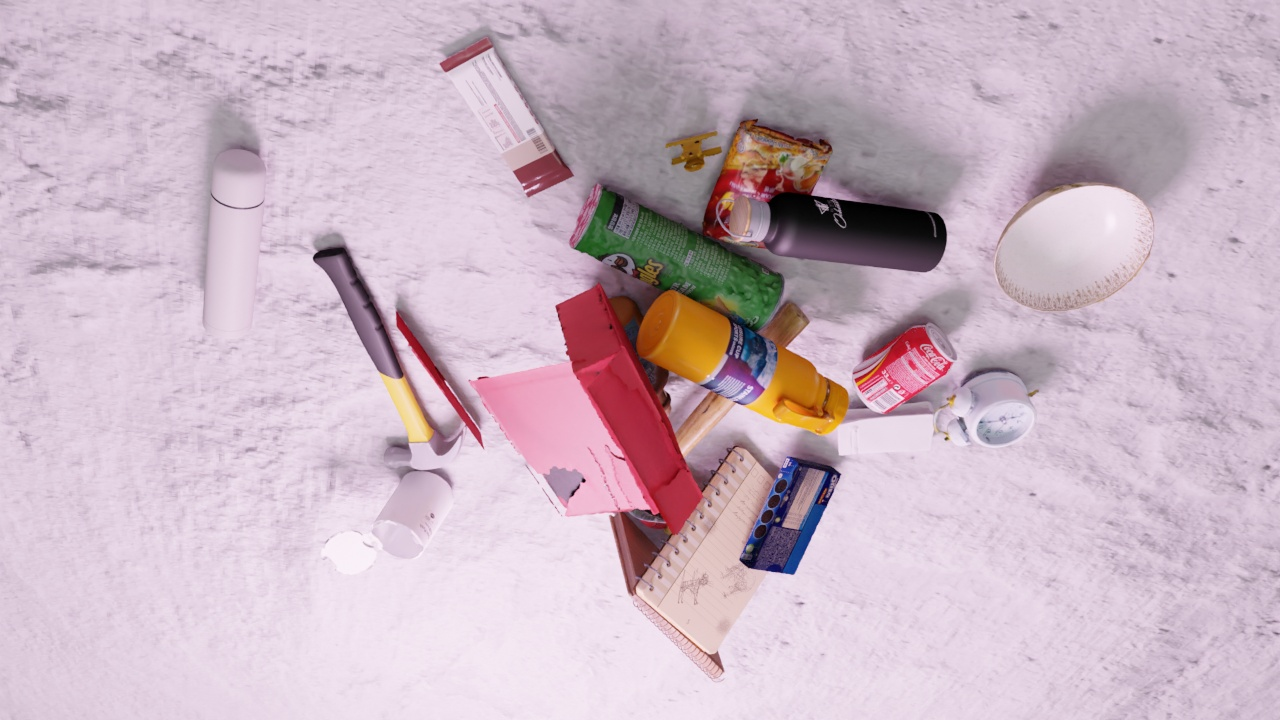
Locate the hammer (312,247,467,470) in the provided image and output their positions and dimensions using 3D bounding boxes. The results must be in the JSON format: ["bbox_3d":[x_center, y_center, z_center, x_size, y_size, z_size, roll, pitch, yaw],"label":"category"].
[{"bbox_3d":[-0.299,0.008,1.088,0.127,0.029,0.324,-3,127,16],"label":"hammer"}]

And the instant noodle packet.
[{"bbox_3d":[0.124,-0.170,0.908,0.098,0.039,0.136,11,129,-14],"label":"instant noodle packet"}]

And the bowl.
[{"bbox_3d":[0.418,-0.124,0.907,0.145,0.063,0.145,2,130,2],"label":"bowl"}]

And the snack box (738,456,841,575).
[{"bbox_3d":[0.189,0.197,1.155,0.082,0.027,0.150,17,102,-36],"label":"snack box"}]

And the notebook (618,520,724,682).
[{"bbox_3d":[0.036,0.315,1.228,0.022,0.169,0.210,-34,121,9],"label":"notebook"}]

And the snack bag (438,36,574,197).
[{"bbox_3d":[-0.128,-0.232,0.891,0.057,0.013,0.158,-22,125,18],"label":"snack bag"}]

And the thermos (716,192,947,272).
[{"bbox_3d":[0.181,-0.127,0.888,0.231,0.061,0.061,4,131,-18],"label":"thermos"}]

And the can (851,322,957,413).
[{"bbox_3d":[0.293,0.008,1.024,0.064,0.064,0.105,36,123,-23],"label":"can"}]

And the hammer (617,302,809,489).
[{"bbox_3d":[0.080,0.064,1.073,0.033,0.132,0.331,11,127,-45],"label":"hammer"}]

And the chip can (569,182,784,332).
[{"bbox_3d":[0.041,-0.103,0.947,0.223,0.075,0.076,25,127,-16],"label":"chip can"}]

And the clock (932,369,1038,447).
[{"bbox_3d":[0.396,0.059,1.060,0.117,0.057,0.083,-11,128,4],"label":"clock"}]

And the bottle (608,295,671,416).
[{"bbox_3d":[-0.006,0.006,1.042,0.068,0.067,0.157,-17,126,17],"label":"bottle"}]

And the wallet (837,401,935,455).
[{"bbox_3d":[0.294,0.082,1.109,0.116,0.032,0.086,-4,140,5],"label":"wallet"}]

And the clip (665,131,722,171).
[{"bbox_3d":[0.050,-0.202,0.883,0.054,0.049,0.044,-10,94,13],"label":"clip"}]

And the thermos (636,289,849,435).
[{"bbox_3d":[0.111,0.015,0.955,0.232,0.091,0.076,26,148,-22],"label":"thermos"}]

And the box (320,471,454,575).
[{"bbox_3d":[-0.330,0.216,1.205,0.143,0.137,0.083,-7,124,23],"label":"box"}]

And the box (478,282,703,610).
[{"bbox_3d":[-0.044,0.162,0.790,0.141,0.509,0.215,-15,128,17],"label":"box"}]

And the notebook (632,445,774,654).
[{"bbox_3d":[0.103,0.237,1.153,0.167,0.225,0.024,47,161,-29],"label":"notebook"}]

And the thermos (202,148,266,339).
[{"bbox_3d":[-0.435,-0.121,0.980,0.052,0.052,0.225,17,128,-10],"label":"thermos"}]
